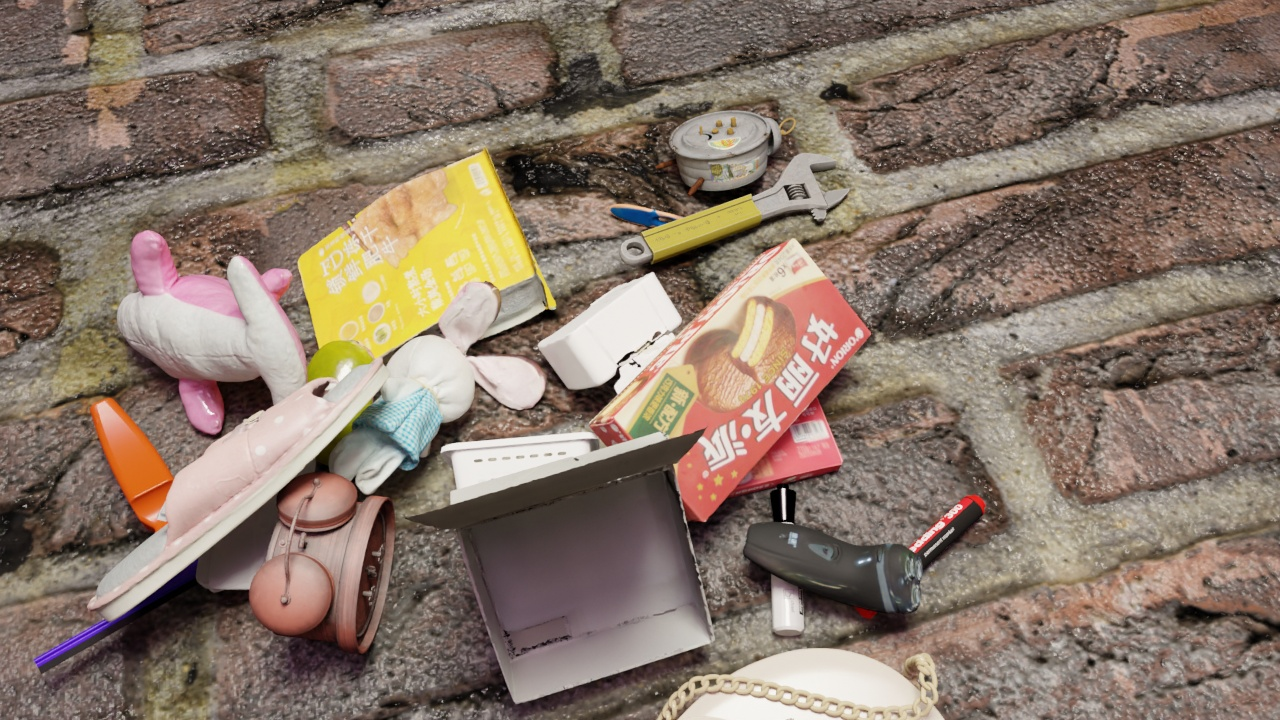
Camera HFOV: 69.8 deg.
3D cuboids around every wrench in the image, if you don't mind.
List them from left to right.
[{"bbox_3d":[0.098,-0.150,0.930,0.273,0.018,0.083,-21,63,-20],"label":"wrench"}]

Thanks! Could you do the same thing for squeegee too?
[{"bbox_3d":[-0.409,0.111,0.770,0.249,0.055,0.184,-31,77,-27],"label":"squeegee"}]

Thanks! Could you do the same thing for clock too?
[{"bbox_3d":[-0.236,0.152,0.689,0.072,0.158,0.120,7,59,-3],"label":"clock"},{"bbox_3d":[0.096,-0.224,0.953,0.147,0.056,0.104,-22,39,-13],"label":"clock"}]

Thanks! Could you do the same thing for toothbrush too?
[{"bbox_3d":[0.034,-0.144,0.942,0.135,0.022,0.017,9,44,2],"label":"toothbrush"}]

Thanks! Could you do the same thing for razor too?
[{"bbox_3d":[0.151,0.156,0.716,0.140,0.064,0.052,16,45,6],"label":"razor"}]

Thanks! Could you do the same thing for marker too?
[{"bbox_3d":[0.120,0.162,0.758,0.025,0.025,0.125,2,60,1],"label":"marker"},{"bbox_3d":[0.232,0.159,0.762,0.144,0.021,0.023,-35,58,-19],"label":"marker"}]

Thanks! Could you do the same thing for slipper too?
[{"bbox_3d":[-0.302,0.085,0.680,0.274,0.114,0.054,-42,104,-5],"label":"slipper"}]

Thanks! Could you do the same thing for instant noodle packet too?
[{"bbox_3d":[-0.214,-0.084,0.883,0.221,0.084,0.163,-24,63,-1],"label":"instant noodle packet"}]

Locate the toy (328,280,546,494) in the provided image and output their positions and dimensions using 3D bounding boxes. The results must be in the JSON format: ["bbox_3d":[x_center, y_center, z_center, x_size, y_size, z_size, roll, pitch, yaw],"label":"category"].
[{"bbox_3d":[-0.190,0.038,0.791,0.106,0.131,0.204,-3,37,43],"label":"toy"}]

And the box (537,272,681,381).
[{"bbox_3d":[0.000,0.006,0.817,0.108,0.124,0.137,-40,102,-21],"label":"box"}]

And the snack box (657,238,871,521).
[{"bbox_3d":[0.079,0.015,0.771,0.235,0.060,0.113,-44,101,-22],"label":"snack box"}]

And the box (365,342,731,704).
[{"bbox_3d":[-0.042,0.103,0.590,0.167,0.370,0.150,-16,61,-6],"label":"box"}]

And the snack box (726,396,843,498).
[{"bbox_3d":[0.101,0.070,0.814,0.133,0.021,0.089,-13,60,-7],"label":"snack box"}]

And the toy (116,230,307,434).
[{"bbox_3d":[-0.362,-0.036,0.809,0.266,0.187,0.127,11,32,38],"label":"toy"}]

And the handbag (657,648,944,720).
[{"bbox_3d":[0.123,0.310,0.627,0.208,0.103,0.210,-13,59,-3],"label":"handbag"}]

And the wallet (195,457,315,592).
[{"bbox_3d":[-0.312,0.129,0.749,0.086,0.032,0.116,2,72,-20],"label":"wallet"}]

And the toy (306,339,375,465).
[{"bbox_3d":[-0.269,0.035,0.807,0.090,0.051,0.110,21,86,17],"label":"toy"}]
